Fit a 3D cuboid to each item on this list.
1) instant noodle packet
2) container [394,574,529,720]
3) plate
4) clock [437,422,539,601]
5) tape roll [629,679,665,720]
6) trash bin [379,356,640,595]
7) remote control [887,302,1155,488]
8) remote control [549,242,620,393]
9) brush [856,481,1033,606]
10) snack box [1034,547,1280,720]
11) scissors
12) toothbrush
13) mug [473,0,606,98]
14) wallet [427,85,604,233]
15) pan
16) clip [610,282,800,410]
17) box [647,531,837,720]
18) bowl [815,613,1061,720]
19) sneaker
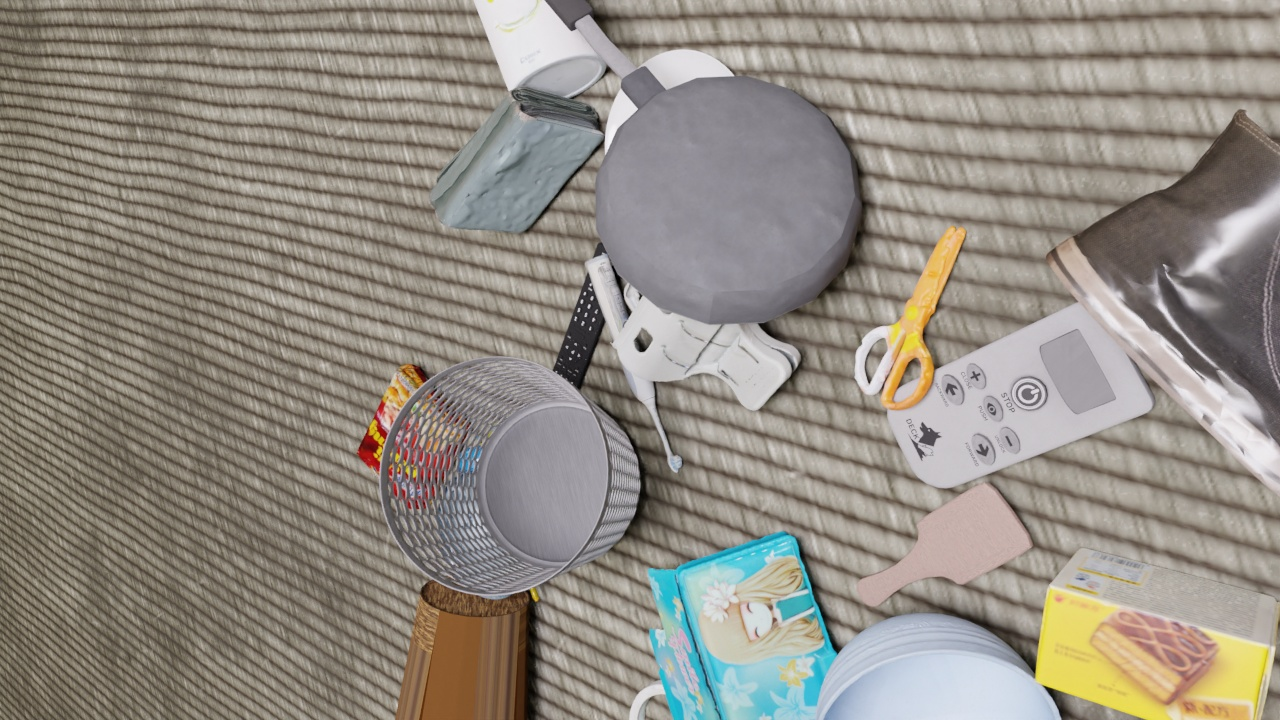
[{"bbox_3d":[-0.226,0.076,0.912,0.098,0.039,0.136,41,119,16],"label":"instant noodle packet"},{"bbox_3d":[-0.161,0.296,0.851,0.132,0.132,0.167,13,99,35],"label":"container"},{"bbox_3d":[0.029,-0.165,0.696,0.135,0.011,0.134,7,102,36],"label":"plate"},{"bbox_3d":[-0.124,0.136,0.833,0.117,0.060,0.161,18,107,34],"label":"clock"},{"bbox_3d":[0.031,0.317,0.776,0.093,0.013,0.093,7,102,36],"label":"tape roll"},{"bbox_3d":[-0.083,0.089,0.690,0.156,0.183,0.156,-2,80,9],"label":"trash bin"},{"bbox_3d":[0.229,0.026,0.575,0.151,0.019,0.074,-31,79,36],"label":"remote control"},{"bbox_3d":[-0.046,-0.030,0.776,0.030,0.009,0.140,35,117,27],"label":"remote control"},{"bbox_3d":[0.199,0.132,0.622,0.136,0.015,0.050,-45,70,39],"label":"brush"},{"bbox_3d":[0.289,0.156,0.513,0.106,0.083,0.061,11,103,36],"label":"snack box"},{"bbox_3d":[0.180,-0.031,0.603,0.065,0.013,0.128,34,108,51],"label":"scissors"},{"bbox_3d":[-0.004,0.004,0.741,0.024,0.022,0.185,-19,91,48],"label":"toothbrush"},{"bbox_3d":[-0.081,-0.265,0.717,0.083,0.082,0.106,-23,84,37],"label":"mug"},{"bbox_3d":[-0.100,-0.160,0.739,0.132,0.100,0.054,-37,72,34],"label":"wallet"},{"bbox_3d":[0.005,-0.180,0.620,0.178,0.041,0.357,-35,74,-10],"label":"pan"},{"bbox_3d":[0.038,-0.023,0.659,0.151,0.104,0.127,57,144,17],"label":"clip"},{"bbox_3d":[0.074,0.257,0.688,0.172,0.084,0.227,-20,86,30],"label":"box"},{"bbox_3d":[0.184,0.220,0.593,0.150,0.074,0.151,2,116,4],"label":"bowl"},{"bbox_3d":[0.333,-0.007,0.454,0.120,0.095,0.234,-47,66,28],"label":"sneaker"}]
